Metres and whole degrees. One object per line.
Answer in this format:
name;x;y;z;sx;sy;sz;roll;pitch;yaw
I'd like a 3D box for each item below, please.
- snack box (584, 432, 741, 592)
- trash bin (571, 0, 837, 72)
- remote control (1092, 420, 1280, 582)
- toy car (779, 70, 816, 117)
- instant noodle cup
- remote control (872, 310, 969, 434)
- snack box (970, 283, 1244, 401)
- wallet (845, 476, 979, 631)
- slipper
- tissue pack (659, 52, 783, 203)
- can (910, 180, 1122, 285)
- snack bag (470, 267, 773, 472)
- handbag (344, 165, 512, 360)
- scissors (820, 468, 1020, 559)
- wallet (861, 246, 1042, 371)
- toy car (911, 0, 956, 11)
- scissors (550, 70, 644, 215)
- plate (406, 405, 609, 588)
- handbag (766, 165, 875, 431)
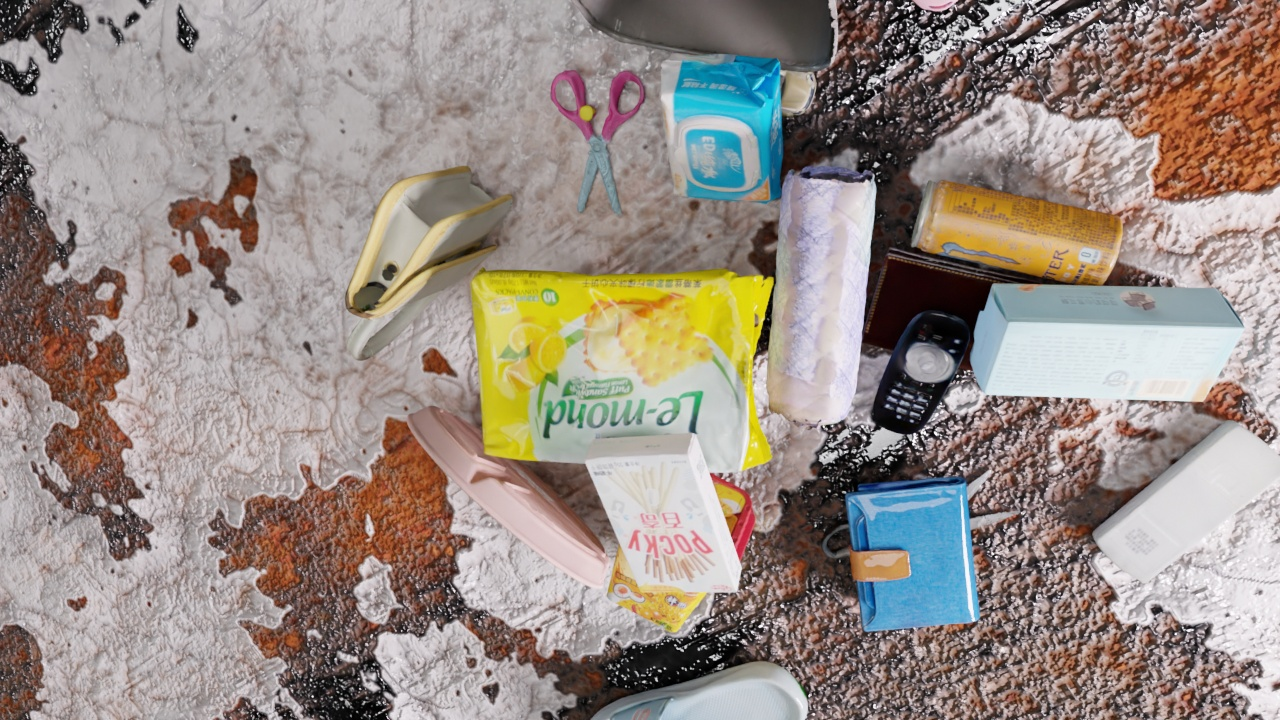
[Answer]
snack box;0.021;0.123;0.721;0.085;0.026;0.157;-5;126;21
trash bin;0.062;-0.344;0.635;0.199;0.198;0.220;14;93;12
remote control;0.447;0.117;0.752;0.058;0.021;0.150;41;112;2
toy car;0.098;-0.228;0.751;0.090;0.035;0.042;19;110;8
instant noodle cup;0.030;0.173;0.848;0.116;0.115;0.124;26;122;7
remote control;0.234;0.009;0.768;0.053;0.024;0.137;21;134;10
snack box;0.348;-0.014;0.697;0.175;0.051;0.074;1;131;2
wallet;0.239;0.171;0.809;0.106;0.040;0.133;-7;100;10
slipper;0.052;0.376;0.913;0.246;0.074;0.104;-28;97;20
tissue pack;0.066;-0.180;0.729;0.090;0.140;0.063;8;63;14
can;0.291;-0.100;0.717;0.146;0.058;0.058;14;109;12
snack bag;-0.019;0.002;0.728;0.247;0.068;0.158;2;106;15
handbag;-0.192;-0.077;0.809;0.063;0.163;0.179;34;113;4
scissors;0.247;0.163;0.831;0.159;0.014;0.174;12;106;10
wallet;0.251;-0.038;0.752;0.122;0.020;0.096;15;129;11
toy car;0.198;-0.317;0.696;0.122;0.037;0.056;40;110;4
scissors;-0.029;-0.193;0.809;0.105;0.017;0.136;-14;105;14
plate;-0.112;0.116;0.819;0.229;0.229;0.028;41;86;2
handbag;0.142;-0.055;0.733;0.076;0.134;0.194;5;106;13
